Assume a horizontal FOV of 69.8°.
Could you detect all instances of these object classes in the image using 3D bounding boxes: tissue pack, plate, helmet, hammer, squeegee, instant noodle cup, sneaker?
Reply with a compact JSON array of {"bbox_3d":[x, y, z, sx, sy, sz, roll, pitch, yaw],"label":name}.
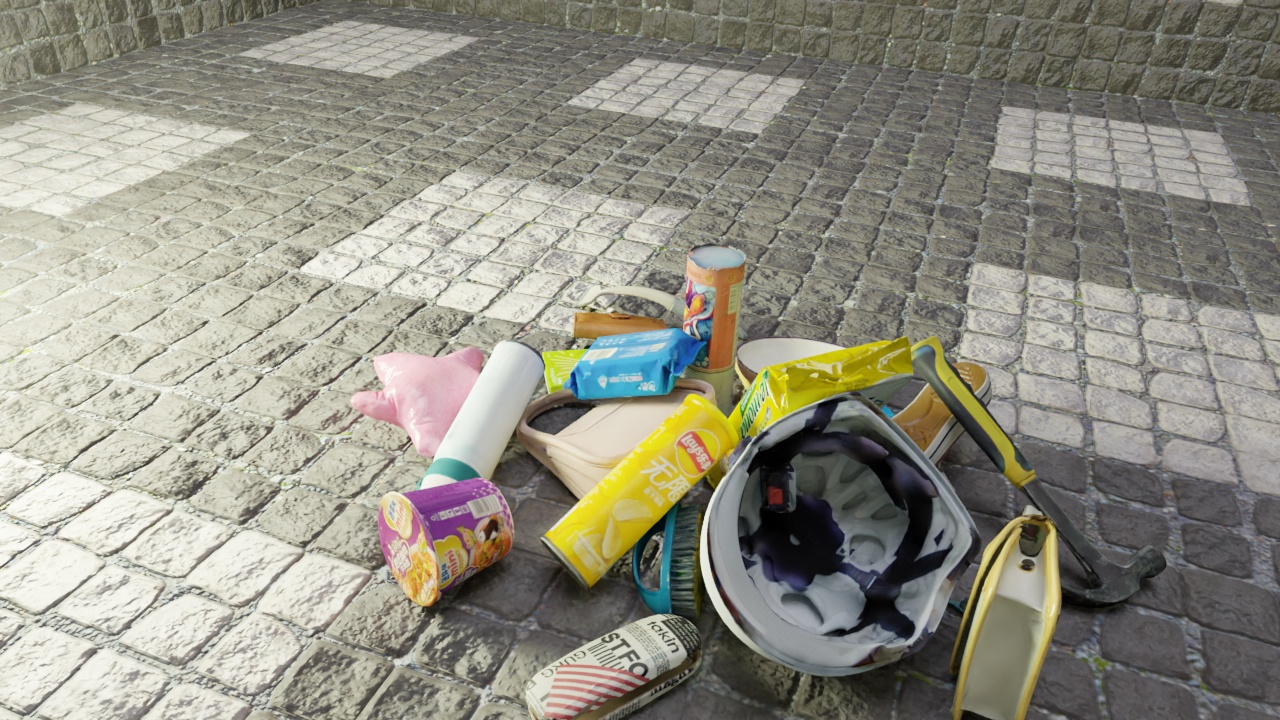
[{"bbox_3d":[-0.006,0.006,1.067,0.157,0.052,0.094,-6,23,23],"label":"tissue pack"},{"bbox_3d":[0.215,0.019,1.181,0.192,0.039,0.192,5,21,-2],"label":"plate"},{"bbox_3d":[0.158,0.168,0.839,0.258,0.146,0.229,-40,83,-25],"label":"helmet"},{"bbox_3d":[0.386,0.109,0.951,0.126,0.032,0.323,-25,67,-22],"label":"hammer"},{"bbox_3d":[0.037,-0.077,1.303,0.246,0.039,0.246,14,10,-1],"label":"squeegee"},{"bbox_3d":[-0.185,0.167,0.890,0.099,0.112,0.111,-16,35,-42],"label":"instant noodle cup"},{"bbox_3d":[0.313,0.103,1.033,0.240,0.088,0.118,-39,34,-18],"label":"sneaker"}]

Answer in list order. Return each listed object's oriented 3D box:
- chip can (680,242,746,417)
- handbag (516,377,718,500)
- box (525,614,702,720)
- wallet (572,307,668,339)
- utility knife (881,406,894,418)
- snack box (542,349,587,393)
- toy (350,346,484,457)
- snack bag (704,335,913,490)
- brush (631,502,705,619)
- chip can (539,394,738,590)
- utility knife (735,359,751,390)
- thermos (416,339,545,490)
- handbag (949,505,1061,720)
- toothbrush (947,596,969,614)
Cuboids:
[{"bbox_3d":[0.085,-0.031,1.107,0.071,0.215,0.071,2,32,-1],"label":"chip can"},{"bbox_3d":[-0.043,0.079,1.068,0.234,0.093,0.192,17,35,36],"label":"handbag"},{"bbox_3d":[-0.021,0.262,0.782,0.164,0.065,0.074,-20,54,-31],"label":"box"},{"bbox_3d":[-0.029,-0.046,1.279,0.130,0.035,0.119,4,15,-5],"label":"wallet"},{"bbox_3d":[0.231,0.069,1.142,0.166,0.018,0.034,-2,33,-4],"label":"utility knife"},{"bbox_3d":[-0.047,0.015,1.205,0.156,0.026,0.085,-4,33,-10],"label":"snack box"},{"bbox_3d":[-0.253,0.033,1.115,0.178,0.075,0.194,32,38,20],"label":"toy"},{"bbox_3d":[0.166,0.059,0.968,0.157,0.247,0.068,-14,65,-24],"label":"snack bag"},{"bbox_3d":[0.028,0.194,0.899,0.073,0.055,0.143,-4,32,10],"label":"brush"},{"bbox_3d":[0.001,0.127,0.908,0.213,0.072,0.072,-42,48,-16],"label":"chip can"},{"bbox_3d":[0.145,0.029,1.208,0.031,0.018,0.151,0,27,-14],"label":"utility knife"},{"bbox_3d":[-0.179,0.075,1.031,0.073,0.073,0.223,10,47,13],"label":"thermos"},{"bbox_3d":[0.314,0.208,0.791,0.063,0.164,0.178,14,32,19],"label":"handbag"},{"bbox_3d":[0.255,0.212,0.916,0.192,0.018,0.016,22,38,29],"label":"toothbrush"}]
